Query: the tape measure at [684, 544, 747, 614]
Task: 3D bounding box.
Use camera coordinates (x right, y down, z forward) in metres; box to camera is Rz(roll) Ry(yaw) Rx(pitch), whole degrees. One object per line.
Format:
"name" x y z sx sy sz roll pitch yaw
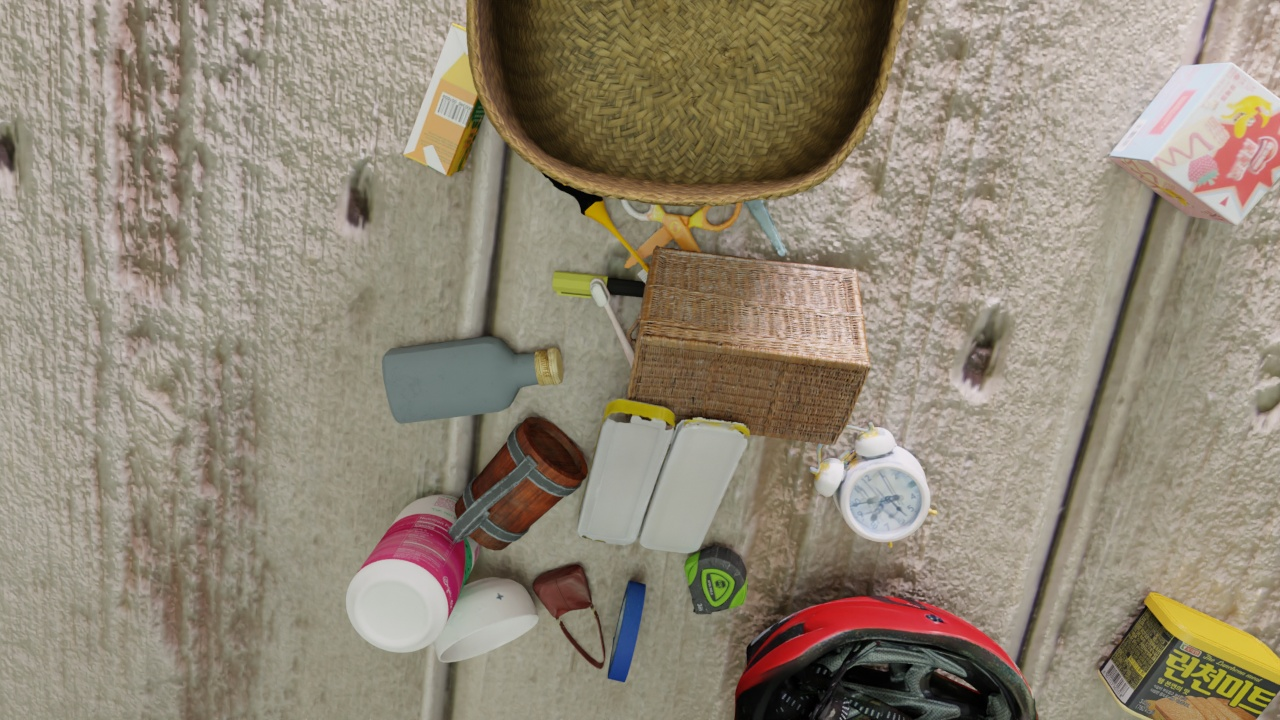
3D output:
"tape measure" 0.076 0.214 0.907 0.059 0.035 0.066 -7 108 15

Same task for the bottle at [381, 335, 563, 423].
"bottle" -0.154 0.015 0.858 0.161 0.046 0.072 -7 105 5

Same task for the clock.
"clock" 0.217 0.114 0.864 0.089 0.052 0.125 -42 96 14

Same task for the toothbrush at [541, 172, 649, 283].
"toothbrush" -0.045 -0.140 0.815 0.031 0.031 0.196 -39 98 15

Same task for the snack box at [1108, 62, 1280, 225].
"snack box" 0.466 -0.177 0.752 0.095 0.079 0.093 34 105 -7

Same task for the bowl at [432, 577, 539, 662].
"bowl" -0.157 0.250 0.901 0.105 0.105 0.054 -33 64 11

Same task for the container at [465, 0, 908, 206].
"container" 0.038 -0.266 0.689 0.307 0.196 0.307 1 104 5

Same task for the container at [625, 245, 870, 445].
"container" 0.088 -0.013 0.783 0.198 0.112 0.114 8 141 0

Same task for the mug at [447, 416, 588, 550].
"mug" -0.121 0.121 0.853 0.081 0.117 0.111 47 107 9

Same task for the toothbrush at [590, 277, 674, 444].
"toothbrush" -0.005 0.005 0.852 0.016 0.018 0.181 -21 111 12

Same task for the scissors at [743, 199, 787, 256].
"scissors" 0.096 -0.151 0.816 0.056 0.015 0.137 -29 97 8

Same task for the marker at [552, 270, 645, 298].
"marker" -0.019 -0.066 0.843 0.124 0.017 0.021 6 106 0

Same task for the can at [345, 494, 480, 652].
"can" -0.203 0.190 0.848 0.088 0.165 0.088 1 105 3

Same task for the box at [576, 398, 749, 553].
"box" 0.015 0.113 0.835 0.127 0.023 0.210 13 137 -3

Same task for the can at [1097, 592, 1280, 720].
"can" 0.531 0.303 0.886 0.131 0.072 0.101 24 108 -3

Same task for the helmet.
"helmet" 0.223 0.321 0.859 0.272 0.166 0.217 0 105 3

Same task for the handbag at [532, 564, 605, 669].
"handbag" -0.063 0.266 0.936 0.055 0.029 0.120 -19 108 10

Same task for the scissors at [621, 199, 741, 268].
"scissors" 0.032 -0.124 0.825 0.125 0.011 0.128 -37 97 17

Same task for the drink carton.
"drink carton" -0.158 -0.219 0.788 0.041 0.058 0.123 24 105 -3

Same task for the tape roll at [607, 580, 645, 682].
"tape roll" -0.013 0.264 0.895 0.016 0.091 0.093 13 110 -1
